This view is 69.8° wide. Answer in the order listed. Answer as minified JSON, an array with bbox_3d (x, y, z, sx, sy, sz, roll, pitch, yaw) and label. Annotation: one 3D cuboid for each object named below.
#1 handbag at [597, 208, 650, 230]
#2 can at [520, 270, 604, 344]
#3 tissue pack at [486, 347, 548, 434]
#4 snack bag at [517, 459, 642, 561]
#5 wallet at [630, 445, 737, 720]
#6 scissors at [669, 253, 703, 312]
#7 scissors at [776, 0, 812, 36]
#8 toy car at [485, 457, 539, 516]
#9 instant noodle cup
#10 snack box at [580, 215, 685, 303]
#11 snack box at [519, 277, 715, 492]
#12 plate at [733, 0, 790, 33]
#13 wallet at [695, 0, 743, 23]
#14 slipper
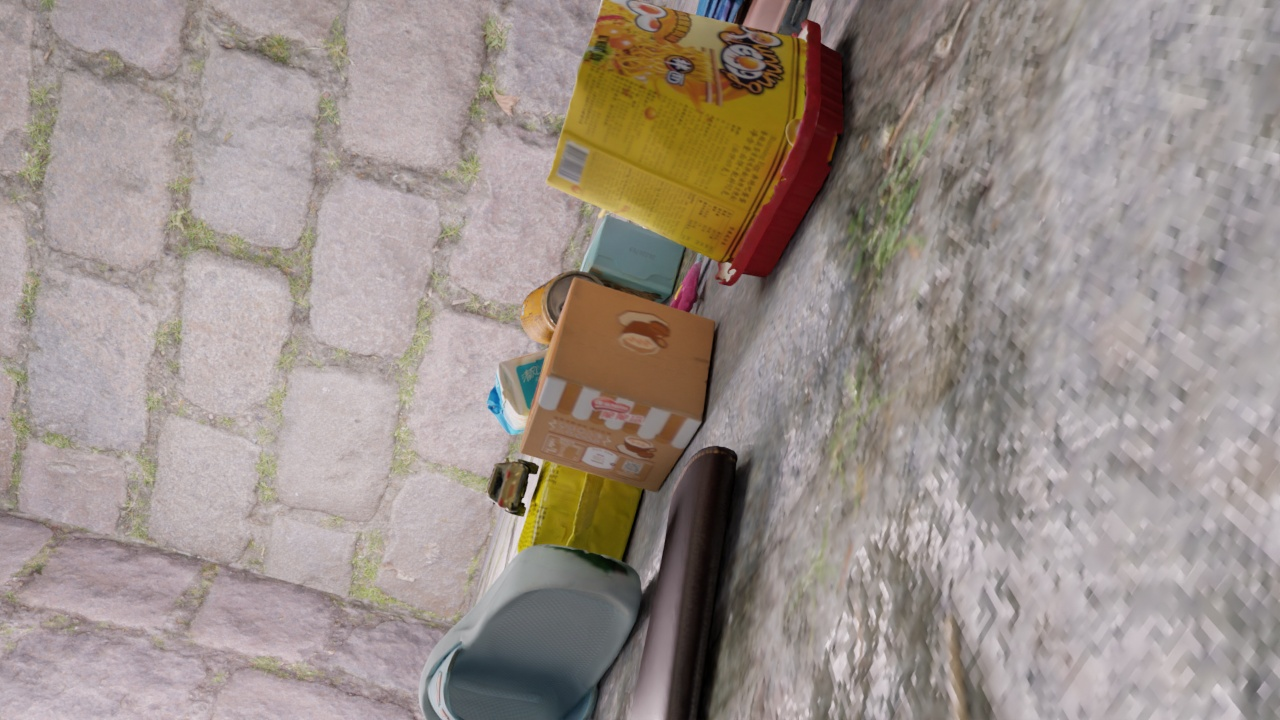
[{"bbox_3d":[0.032,-0.211,0.925,0.178,0.063,0.163,-58,7,-3],"label":"handbag"},{"bbox_3d":[-0.071,-0.046,0.835,0.146,0.058,0.058,175,112,-74],"label":"can"},{"bbox_3d":[-0.073,0.022,0.864,0.090,0.140,0.063,128,127,-69],"label":"tissue pack"},{"bbox_3d":[-0.050,0.103,0.728,0.247,0.068,0.158,135,152,-76],"label":"snack bag"},{"bbox_3d":[0.017,0.109,0.420,0.096,0.020,0.122,112,172,-64],"label":"wallet"},{"bbox_3d":[0.042,-0.070,0.665,0.105,0.017,0.136,116,174,-78],"label":"scissors"},{"bbox_3d":[0.100,-0.236,0.515,0.159,0.014,0.174,-56,-17,-68],"label":"scissors"},{"bbox_3d":[-0.102,0.097,0.725,0.090,0.035,0.042,135,153,-82],"label":"toy car"},{"bbox_3d":[0.025,-0.118,0.466,0.116,0.123,0.116,115,169,-47],"label":"instant noodle cup"},{"bbox_3d":[-0.015,-0.081,0.857,0.175,0.074,0.051,149,137,-79],"label":"snack box"},{"bbox_3d":[-0.015,0.017,0.568,0.095,0.092,0.076,116,168,-52],"label":"snack box"},{"bbox_3d":[0.100,-0.316,0.732,0.229,0.028,0.229,-164,92,-83],"label":"plate"},{"bbox_3d":[0.064,-0.295,0.703,0.107,0.040,0.132,114,170,-64],"label":"wallet"},{"bbox_3d":[-0.071,0.195,0.569,0.074,0.104,0.246,-83,19,-44],"label":"slipper"}]
